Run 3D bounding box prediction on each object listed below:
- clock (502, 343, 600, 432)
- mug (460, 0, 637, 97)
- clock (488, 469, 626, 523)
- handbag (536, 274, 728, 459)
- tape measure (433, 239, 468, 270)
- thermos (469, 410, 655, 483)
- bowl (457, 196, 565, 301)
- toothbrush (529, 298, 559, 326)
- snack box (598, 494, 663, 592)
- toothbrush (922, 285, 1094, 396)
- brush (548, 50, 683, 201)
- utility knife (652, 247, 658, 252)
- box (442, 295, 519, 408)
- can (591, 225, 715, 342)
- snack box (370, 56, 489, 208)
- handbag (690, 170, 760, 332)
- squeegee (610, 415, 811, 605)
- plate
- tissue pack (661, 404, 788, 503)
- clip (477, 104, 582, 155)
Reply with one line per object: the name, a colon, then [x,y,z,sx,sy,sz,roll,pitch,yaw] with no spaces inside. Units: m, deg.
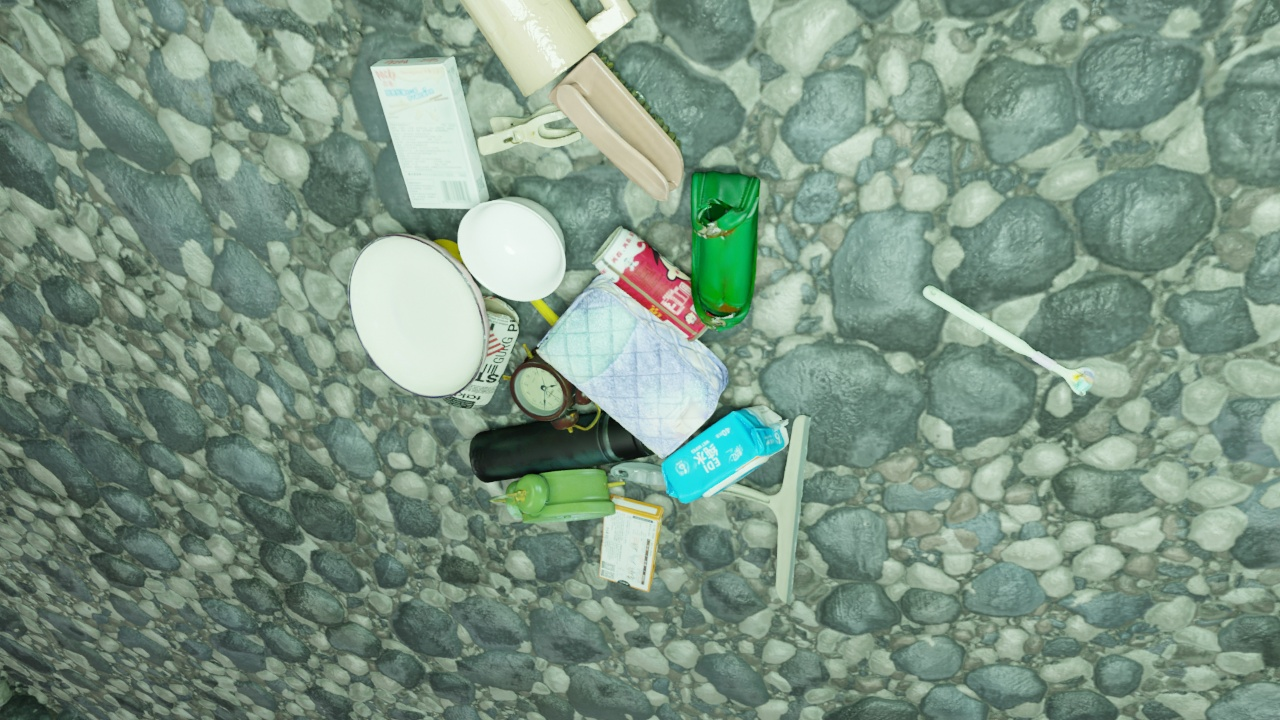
clock: [-0.098,0.034,1.077,0.122,0.055,0.082,38,121,3]
mug: [-0.083,-0.311,0.807,0.125,0.084,0.103,-33,110,10]
clock: [-0.107,0.170,1.140,0.161,0.056,0.116,-1,165,-21]
handbag: [-0.006,0.006,1.005,0.194,0.075,0.134,42,123,-3]
tape measure: [-0.223,-0.107,1.042,0.057,0.028,0.060,32,130,-4]
thermos: [-0.090,0.111,1.141,0.243,0.068,0.090,-10,144,26]
bowl: [-0.124,-0.128,0.965,0.118,0.064,0.118,10,128,13]
toothbrush: [-0.123,-0.068,1.043,0.016,0.016,0.190,-30,112,35]
snack box: [-0.014,0.249,1.242,0.075,0.026,0.154,14,130,9]
toothbrush: [0.359,-0.023,0.898,0.189,0.029,0.020,30,171,-2]
brush: [-0.017,-0.212,0.856,0.063,0.072,0.145,-32,112,35]
utility knife: [0.032,-0.052,1.004,0.031,0.019,0.178,-7,119,18]
box: [-0.188,-0.011,1.101,0.074,0.077,0.164,14,130,-16]
can: [0.016,-0.079,0.946,0.132,0.053,0.053,37,130,-12]
snack box: [-0.214,-0.231,0.944,0.085,0.026,0.157,4,127,18]
handbag: [0.076,-0.108,0.872,0.068,0.120,0.131,6,126,9]
squeegee: [0.081,0.156,1.127,0.247,0.039,0.247,10,111,21]
plate: [-0.243,-0.052,1.028,0.193,0.038,0.193,12,117,25]
tissue pack: [0.096,0.105,1.027,0.140,0.089,0.063,-38,75,26]
clip: [-0.107,-0.227,0.902,0.097,0.060,0.034,-8,125,12]
